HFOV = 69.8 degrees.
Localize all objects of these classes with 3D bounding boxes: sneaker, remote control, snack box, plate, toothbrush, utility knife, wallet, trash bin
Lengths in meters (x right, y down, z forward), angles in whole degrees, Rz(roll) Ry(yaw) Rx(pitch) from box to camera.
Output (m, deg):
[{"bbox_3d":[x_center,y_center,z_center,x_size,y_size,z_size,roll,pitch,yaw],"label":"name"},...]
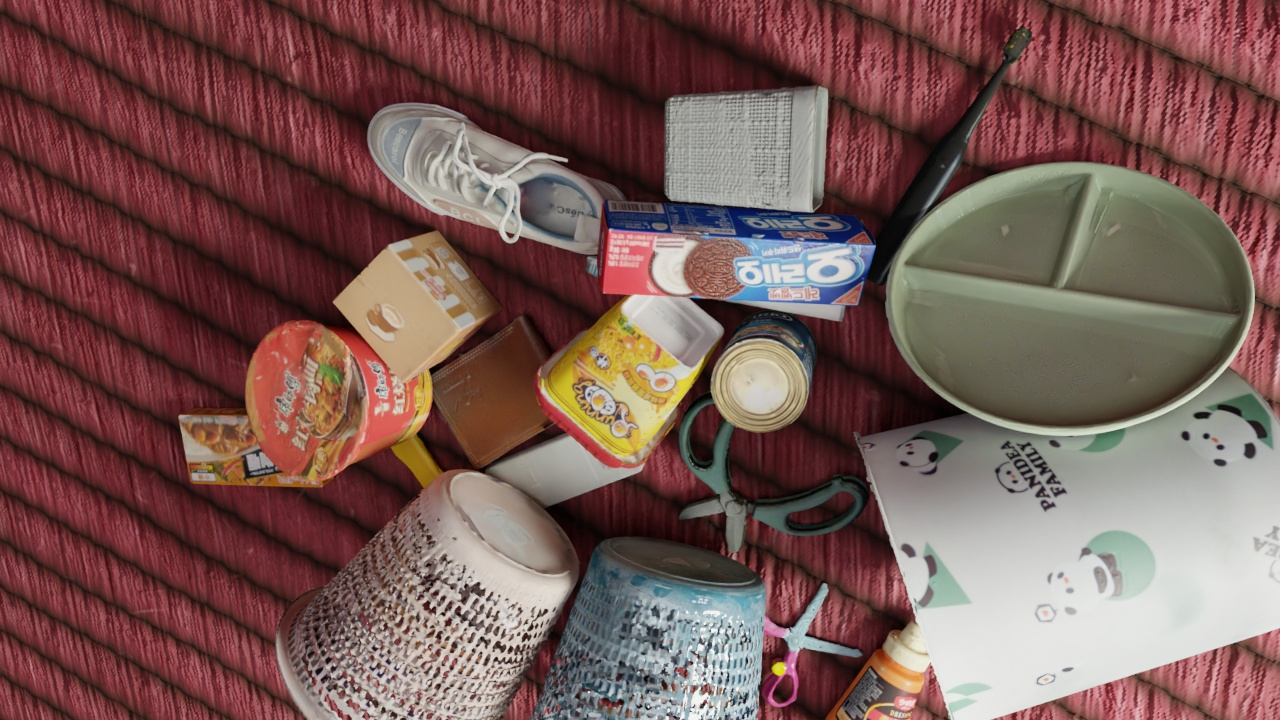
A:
[{"bbox_3d":[-0.129,-0.146,0.760,0.242,0.090,0.090,22,108,8],"label":"sneaker"},{"bbox_3d":[-0.070,0.098,0.847,0.150,0.021,0.058,-23,100,19],"label":"remote control"},{"bbox_3d":[-0.385,0.087,0.920,0.154,0.026,0.075,0,105,14],"label":"snack box"},{"bbox_3d":[0.072,-0.083,0.706,0.207,0.057,0.058,2,123,-8],"label":"snack box"},{"bbox_3d":[0.291,-0.046,0.642,0.230,0.229,0.027,-12,145,17],"label":"plate"},{"bbox_3d":[0.060,-0.064,0.768,0.221,0.026,0.026,11,111,11],"label":"toothbrush"},{"bbox_3d":[-0.192,-0.049,0.799,0.077,0.094,0.093,-39,93,20],"label":"snack box"},{"bbox_3d":[0.232,-0.154,0.701,0.026,0.027,0.213,42,114,32],"label":"toothbrush"},{"bbox_3d":[-0.187,0.138,0.890,0.033,0.015,0.230,-32,94,26],"label":"utility knife"},{"bbox_3d":[-0.127,0.028,0.839,0.125,0.032,0.101,-31,93,19],"label":"wallet"},{"bbox_3d":[0.311,0.123,0.662,0.252,0.229,0.229,-19,99,12],"label":"trash bin"},{"bbox_3d":[-0.165,0.211,0.796,0.227,0.227,0.192,37,102,2],"label":"trash bin"},{"bbox_3d":[0.015,0.262,0.782,0.227,0.226,0.195,12,91,10],"label":"trash bin"}]

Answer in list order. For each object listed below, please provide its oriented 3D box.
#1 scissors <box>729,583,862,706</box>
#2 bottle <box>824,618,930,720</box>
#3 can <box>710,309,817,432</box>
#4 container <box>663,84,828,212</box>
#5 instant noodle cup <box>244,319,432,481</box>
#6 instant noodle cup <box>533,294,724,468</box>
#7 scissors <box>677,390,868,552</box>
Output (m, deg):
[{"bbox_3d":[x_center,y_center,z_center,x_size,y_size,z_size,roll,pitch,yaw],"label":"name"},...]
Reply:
[{"bbox_3d":[0.134,0.257,0.844,0.136,0.017,0.133,27,105,7],"label":"scissors"},{"bbox_3d":[0.216,0.294,0.812,0.067,0.066,0.149,25,102,6],"label":"bottle"},{"bbox_3d":[0.100,0.007,0.732,0.075,0.111,0.075,4,105,13],"label":"can"},{"bbox_3d":[0.081,-0.163,0.705,0.114,0.090,0.090,4,105,16],"label":"container"},{"bbox_3d":[-0.263,0.030,0.819,0.138,0.108,0.138,3,96,26],"label":"instant noodle cup"},{"bbox_3d":[-0.004,0.004,0.744,0.116,0.115,0.124,41,129,1],"label":"instant noodle cup"},{"bbox_3d":[0.109,0.097,0.793,0.170,0.019,0.175,-4,116,14],"label":"scissors"}]
